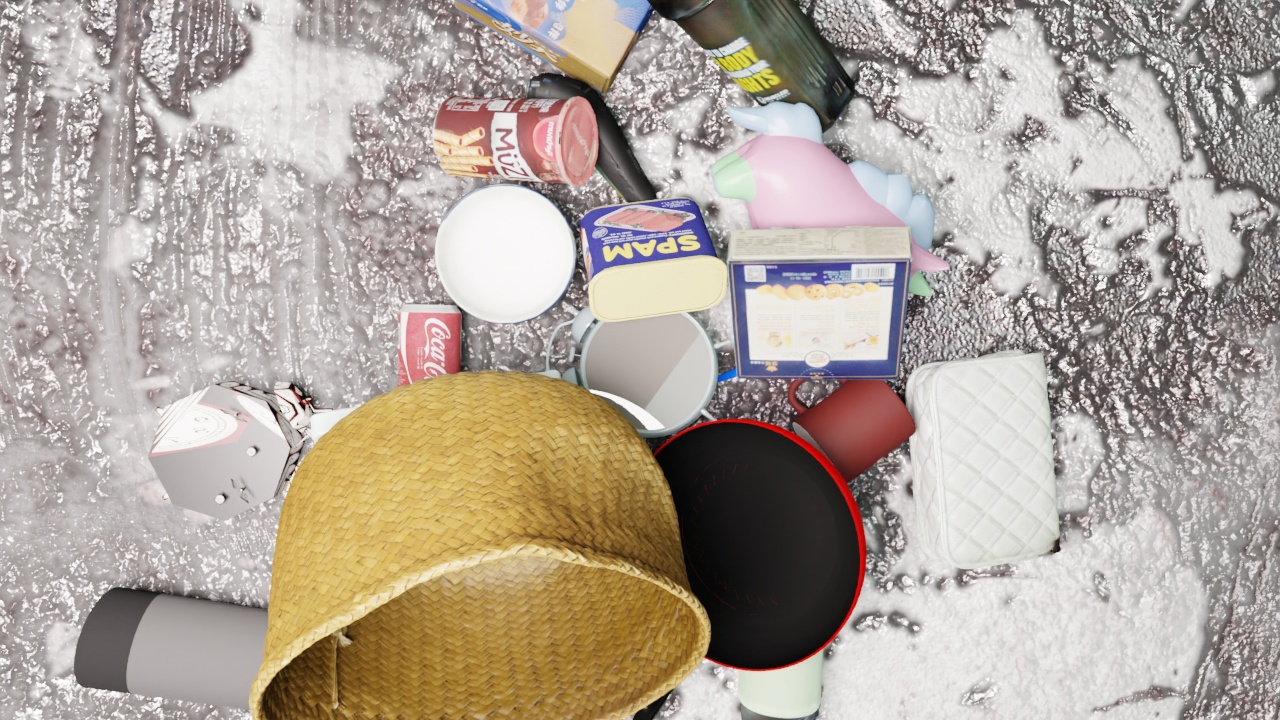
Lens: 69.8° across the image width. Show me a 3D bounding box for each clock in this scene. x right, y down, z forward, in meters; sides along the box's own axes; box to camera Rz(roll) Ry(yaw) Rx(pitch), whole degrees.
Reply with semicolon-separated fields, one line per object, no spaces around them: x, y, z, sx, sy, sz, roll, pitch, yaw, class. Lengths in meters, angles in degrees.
-0.005;0.005;0.814;0.159;0.045;0.122;10;86;4;clock
-0.332;0.075;0.780;0.154;0.065;0.114;-3;93;-5;clock

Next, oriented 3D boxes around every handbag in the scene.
0.317;0.089;0.851;0.138;0.072;0.195;-5;93;-15;handbag

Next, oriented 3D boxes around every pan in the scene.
0.057;0.217;0.791;0.209;0.067;0.357;32;107;24;pan

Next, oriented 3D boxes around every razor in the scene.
-0.044;-0.191;0.813;0.067;0.053;0.151;-33;105;22;razor

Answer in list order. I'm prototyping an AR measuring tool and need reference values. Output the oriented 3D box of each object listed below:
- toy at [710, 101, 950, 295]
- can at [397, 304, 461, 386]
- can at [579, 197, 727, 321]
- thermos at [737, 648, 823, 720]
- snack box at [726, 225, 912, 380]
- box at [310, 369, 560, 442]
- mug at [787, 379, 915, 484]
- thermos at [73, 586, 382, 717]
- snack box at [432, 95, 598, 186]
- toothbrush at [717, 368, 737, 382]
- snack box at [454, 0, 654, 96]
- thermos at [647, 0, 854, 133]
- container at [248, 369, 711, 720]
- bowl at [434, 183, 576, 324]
0.162;-0.134;0.799;0.171;0.120;0.222;-19;111;9;toy
-0.183;0.000;0.799;0.054;0.054;0.096;1;93;-7;can
0.007;-0.090;0.791;0.116;0.092;0.057;-8;136;-6;can
0.132;0.250;0.835;0.082;0.082;0.231;2;92;-7;thermos
0.150;-0.045;0.776;0.144;0.145;0.042;1;48;10;snack box
-0.158;0.057;0.765;0.197;0.135;0.040;-10;66;-5;box
0.184;0.049;0.839;0.082;0.073;0.105;-36;67;-4;mug
-0.335;0.252;0.780;0.240;0.082;0.082;11;91;-7;thermos
-0.104;-0.184;0.767;0.121;0.072;0.072;8;92;21;snack box
0.116;0.001;0.850;0.182;0.018;0.016;-18;70;-5;toothbrush
-0.046;-0.361;0.789;0.155;0.069;0.202;30;89;-8;snack box
0.091;-0.280;0.761;0.220;0.098;0.098;36;88;-34;thermos
-0.122;0.156;0.690;0.306;0.196;0.308;-10;136;-10;container
-0.116;-0.090;0.798;0.118;0.062;0.118;0;92;-7;bowl
